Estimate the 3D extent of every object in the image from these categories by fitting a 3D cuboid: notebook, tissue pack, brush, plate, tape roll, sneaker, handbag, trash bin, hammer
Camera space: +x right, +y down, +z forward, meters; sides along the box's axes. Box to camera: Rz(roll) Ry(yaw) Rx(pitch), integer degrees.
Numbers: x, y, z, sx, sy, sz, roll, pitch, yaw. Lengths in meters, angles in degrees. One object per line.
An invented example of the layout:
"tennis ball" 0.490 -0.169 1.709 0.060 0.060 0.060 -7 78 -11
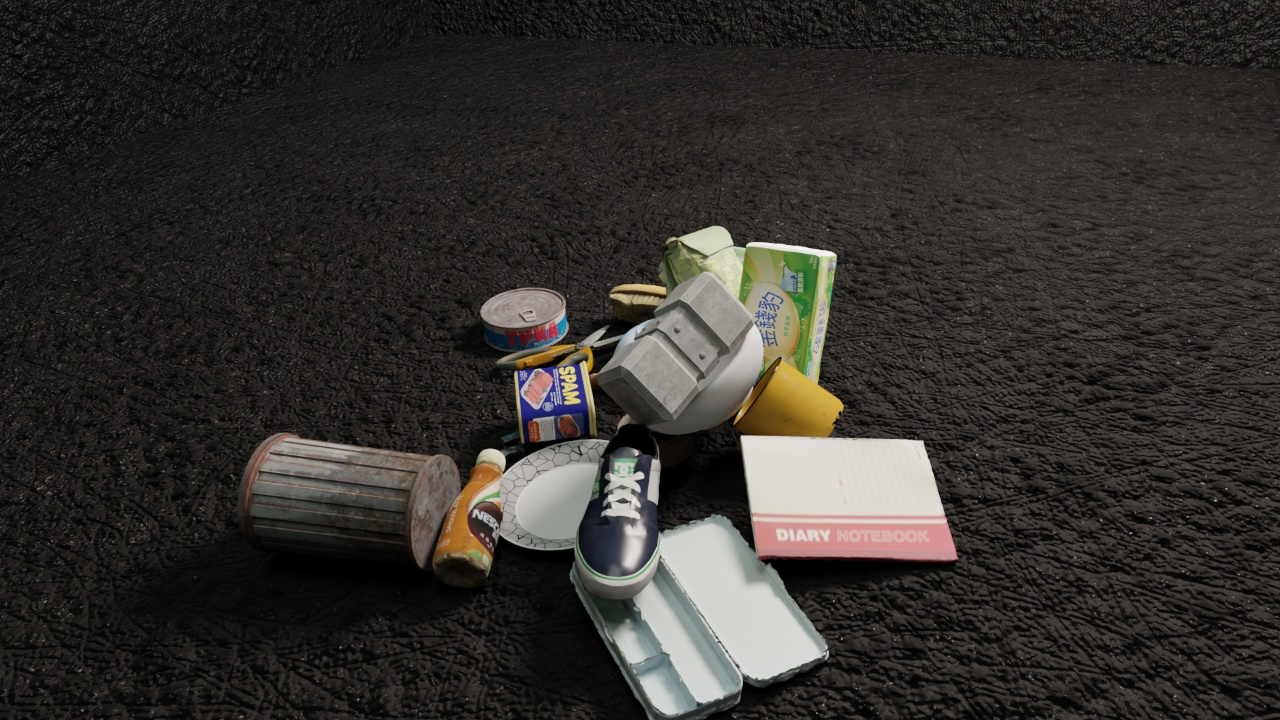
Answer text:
"notebook" 0.216 0.144 0.968 0.208 0.012 0.152 2 49 -6
"tissue pack" 0.197 -0.054 1.213 0.120 0.198 0.141 19 14 25
"brush" 0.039 -0.075 1.380 0.195 0.059 0.043 15 46 17
"plate" -0.079 0.154 1.046 0.188 0.016 0.188 -8 32 5
"tape roll" 0.019 0.094 1.132 0.094 0.030 0.093 -4 31 2
"sneaker" -0.019 0.142 0.926 0.084 0.079 0.234 3 27 4
"handbag" 0.092 -0.097 1.294 0.117 0.186 0.113 -29 -1 40
"trash bin" -0.316 0.151 0.988 0.211 0.131 0.130 5 32 12
"hammer" -0.006 0.006 1.125 0.162 0.083 0.318 -48 11 -22

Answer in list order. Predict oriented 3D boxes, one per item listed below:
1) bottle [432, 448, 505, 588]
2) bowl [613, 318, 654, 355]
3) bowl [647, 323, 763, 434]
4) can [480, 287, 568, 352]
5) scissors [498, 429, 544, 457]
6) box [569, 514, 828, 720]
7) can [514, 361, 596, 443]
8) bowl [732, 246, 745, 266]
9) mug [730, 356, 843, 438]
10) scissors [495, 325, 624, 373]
"bottle" -0.177 0.164 0.993 0.059 0.059 0.166 -1 39 7
"bowl" 0.030 -0.011 1.262 0.150 0.075 0.150 -4 31 2
"bowl" 0.082 0.031 1.097 0.177 0.066 0.176 -37 17 14
"can" -0.177 -0.063 1.406 0.130 0.044 0.129 -4 31 2
"scissors" -0.137 0.096 1.161 0.144 0.019 0.126 -7 32 -1
"box" 0.051 0.238 0.876 0.188 0.037 0.209 -12 37 -26
"can" -0.109 0.053 1.154 0.092 0.057 0.116 -6 34 -7
"bowl" 0.151 -0.116 1.391 0.151 0.077 0.151 14 -7 1
"mug" 0.171 0.066 1.081 0.094 0.124 0.100 35 74 1
"scissors" -0.105 -0.012 1.324 0.217 0.016 0.224 -3 20 18
